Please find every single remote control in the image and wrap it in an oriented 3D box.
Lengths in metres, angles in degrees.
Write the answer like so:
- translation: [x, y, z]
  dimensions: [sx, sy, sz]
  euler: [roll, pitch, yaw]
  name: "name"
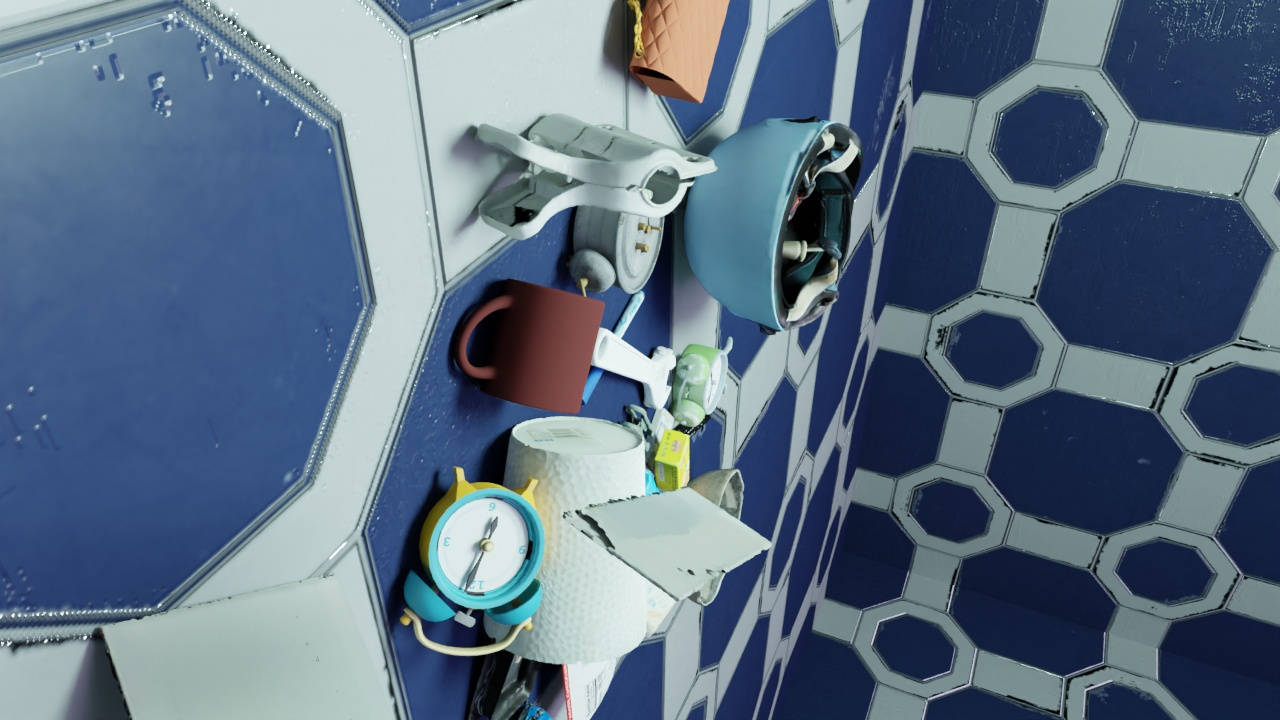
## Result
- translation: [0.066, 0.082, 1.177]
  dimensions: [0.139, 0.009, 0.030]
  euler: [-33, 134, -62]
  name: "remote control"
- translation: [0.009, 0.123, 1.051]
  dimensions: [0.050, 0.011, 0.135]
  euler: [48, 59, -66]
  name: "remote control"

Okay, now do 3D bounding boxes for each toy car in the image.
- translation: [-0.098, 0.378, 0.898]
  dimensions: [0.120, 0.044, 0.056]
  euler: [79, 32, -49]
  name: "toy car"

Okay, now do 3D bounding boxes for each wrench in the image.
- translation: [-0.005, 0.005, 0.899]
  dimensions: [0.273, 0.018, 0.066]
  euler: [28, 77, -73]
  name: "wrench"

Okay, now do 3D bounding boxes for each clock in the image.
- translation: [-0.113, 0.143, 0.646]
  dimensions: [0.099, 0.044, 0.129]
  euler: [12, 88, -28]
  name: "clock"
- translation: [0.070, 0.026, 1.100]
  dimensions: [0.119, 0.042, 0.094]
  euler: [-41, 140, -58]
  name: "clock"
- translation: [-0.020, -0.100, 0.758]
  dimensions: [0.104, 0.056, 0.147]
  euler: [80, 29, -48]
  name: "clock"

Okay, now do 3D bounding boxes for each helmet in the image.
- translation: [0.132, -0.143, 0.964]
  dimensions: [0.265, 0.167, 0.226]
  euler: [-26, 125, -67]
  name: "helmet"

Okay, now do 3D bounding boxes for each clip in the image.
- translation: [-0.003, 0.071, 0.971]
  dimensions: [0.076, 0.023, 0.045]
  euler: [63, 44, -64]
  name: "clip"
- translation: [-0.039, -0.129, 0.615]
  dimensions: [0.143, 0.125, 0.075]
  euler: [-23, 124, -35]
  name: "clip"

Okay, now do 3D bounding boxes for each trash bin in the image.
- translation: [-0.055, 0.136, 0.733]
  dimensions: [0.133, 0.133, 0.161]
  euler: [-22, 119, -65]
  name: "trash bin"

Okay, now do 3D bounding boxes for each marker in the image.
- translation: [-0.028, -0.015, 0.861]
  dimensions: [0.013, 0.013, 0.141]
  euler: [79, 32, -50]
  name: "marker"

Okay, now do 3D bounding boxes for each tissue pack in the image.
- translation: [-0.009, 0.184, 0.900]
  dimensions: [0.116, 0.066, 0.209]
  euler: [-54, 143, -19]
  name: "tissue pack"

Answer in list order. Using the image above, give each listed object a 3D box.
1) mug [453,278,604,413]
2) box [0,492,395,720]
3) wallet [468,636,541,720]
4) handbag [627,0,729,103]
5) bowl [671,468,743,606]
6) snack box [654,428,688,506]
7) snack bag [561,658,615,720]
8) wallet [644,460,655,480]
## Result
- translation: [-0.082, -0.013, 0.649]
  dimensions: [0.105, 0.073, 0.082]
  euler: [12, 93, -40]
  name: "mug"
- translation: [-0.163, 0.181, 0.459]
  dimensions: [0.172, 0.380, 0.167]
  euler: [-60, 161, 6]
  name: "box"
- translation: [-0.109, 0.259, 0.798]
  dimensions: [0.089, 0.026, 0.115]
  euler: [-21, 132, -67]
  name: "wallet"
- translation: [0.033, -0.311, 0.743]
  dimensions: [0.108, 0.060, 0.172]
  euler: [-10, 116, -74]
  name: "handbag"
- translation: [0.071, 0.218, 1.177]
  dimensions: [0.178, 0.081, 0.178]
  euler: [15, 89, -71]
  name: "bowl"
- translation: [0.038, 0.127, 1.070]
  dimensions: [0.148, 0.029, 0.040]
  euler: [84, 25, -64]
  name: "snack box"
- translation: [-0.051, 0.303, 0.963]
  dimensions: [0.143, 0.039, 0.131]
  euler: [-54, 144, -63]
  name: "snack bag"
- translation: [-0.025, 0.154, 0.961]
  dimensions: [0.119, 0.031, 0.099]
  euler: [-66, 155, -18]
  name: "wallet"
